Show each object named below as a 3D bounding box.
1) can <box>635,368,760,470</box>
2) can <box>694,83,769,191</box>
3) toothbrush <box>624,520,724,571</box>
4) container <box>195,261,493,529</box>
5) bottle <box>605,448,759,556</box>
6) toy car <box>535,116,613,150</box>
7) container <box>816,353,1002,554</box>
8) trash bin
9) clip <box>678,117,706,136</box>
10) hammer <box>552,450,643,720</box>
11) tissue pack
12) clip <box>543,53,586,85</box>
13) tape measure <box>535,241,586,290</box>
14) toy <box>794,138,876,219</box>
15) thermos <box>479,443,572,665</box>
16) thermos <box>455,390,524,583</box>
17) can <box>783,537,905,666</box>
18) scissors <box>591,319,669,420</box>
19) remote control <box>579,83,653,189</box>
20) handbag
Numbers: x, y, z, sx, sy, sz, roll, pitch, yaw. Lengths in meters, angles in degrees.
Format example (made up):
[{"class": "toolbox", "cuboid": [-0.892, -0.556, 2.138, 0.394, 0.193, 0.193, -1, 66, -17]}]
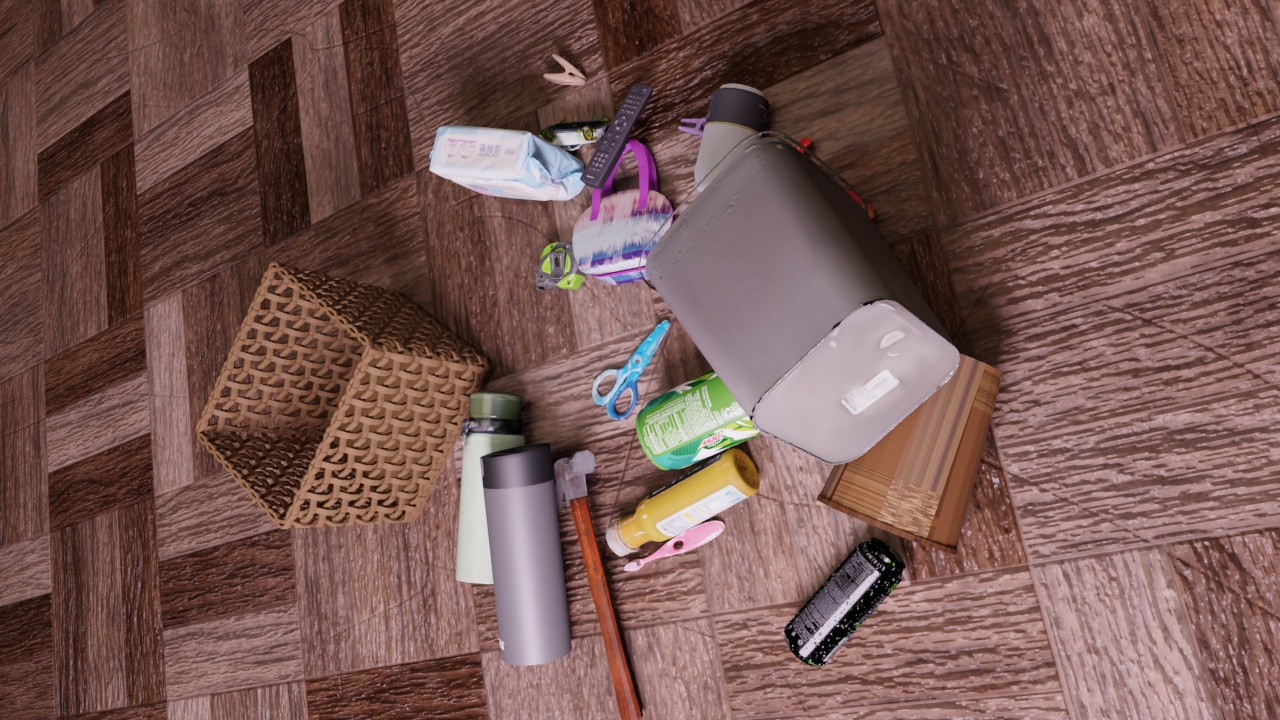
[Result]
[{"class": "can", "cuboid": [0.073, 0.057, 0.982, 0.144, 0.083, 0.083, -28, 70, 26]}, {"class": "can", "cuboid": [0.099, -0.235, 1.014, 0.064, 0.064, 0.127, 13, 91, 32]}, {"class": "toothbrush", "cuboid": [0.036, 0.209, 1.025, 0.135, 0.016, 0.021, -30, 74, 25]}, {"class": "container", "cuboid": [-0.376, 0.049, 1.178, 0.220, 0.213, 0.252, 34, 101, 30]}, {"class": "bottle", "cuboid": [0.042, 0.160, 1.005, 0.187, 0.053, 0.053, -33, 68, 27]}, {"class": "toy car", "cuboid": [-0.079, -0.280, 1.139, 0.106, 0.047, 0.033, 4, 119, 33]}, {"class": "container", "cuboid": [0.255, 0.075, 0.849, 0.132, 0.132, 0.167, 20, 89, 31]}, {"class": "trash bin", "cuboid": [0.145, -0.048, 0.822, 0.198, 0.197, 0.220, -46, 42, 20]}, {"class": "clip", "cuboid": [0.072, -0.276, 1.067, 0.052, 0.014, 0.041, 42, 106, 26]}, {"class": "hammer", "cuboid": [-0.047, 0.256, 1.041, 0.111, 0.028, 0.300, -30, 73, 65]}, {"class": "tissue pack", "cuboid": [-0.164, -0.243, 1.146, 0.182, 0.112, 0.070, 13, 89, 32]}, {"class": "clip", "cuboid": [-0.094, -0.372, 1.173, 0.060, 0.024, 0.039, 12, 93, 22]}, {"class": "tape measure", "cuboid": [-0.098, -0.118, 1.135, 0.066, 0.035, 0.058, 1, 84, 32]}, {"class": "toy", "cuboid": [0.187, -0.172, 0.967, 0.088, 0.094, 0.132, 112, 160, -53]}, {"class": "thermos", "cuboid": [-0.133, 0.220, 1.063, 0.082, 0.082, 0.240, -5, 92, 31]}, {"class": "thermos", "cuboid": [-0.186, 0.153, 1.128, 0.082, 0.082, 0.231, -1, 84, 31]}, {"class": "can", "cuboid": [0.199, 0.238, 0.900, 0.054, 0.054, 0.138, 45, 106, 27]}, {"class": "scissors", "cuboid": [-0.006, 0.007, 1.080, 0.066, 0.015, 0.135, 44, 104, 28]}, {"class": "remote control", "cuboid": [-0.026, -0.264, 1.081, 0.032, 0.015, 0.136, 25, 83, 38]}, {"class": "handbag", "cuboid": [-0.018, -0.183, 1.086, 0.145, 0.068, 0.169, -7, 74, 31]}]
